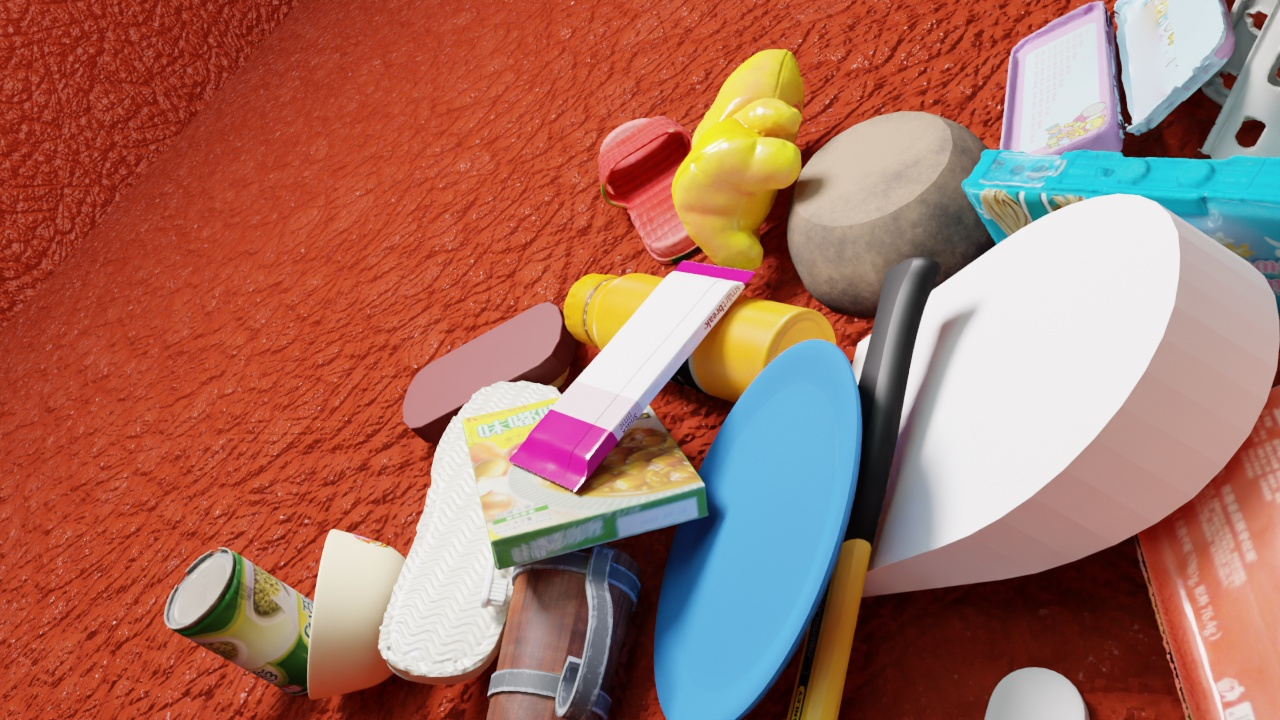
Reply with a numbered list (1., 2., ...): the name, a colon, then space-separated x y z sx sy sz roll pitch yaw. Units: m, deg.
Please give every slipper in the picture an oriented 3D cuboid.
1. slipper: 0.009 -0.184 0.890 0.103 0.059 0.248 -34 39 8
2. slipper: -0.112 0.116 0.669 0.114 0.054 0.271 -2 38 9

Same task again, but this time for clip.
1. clip: 0.374 -0.146 0.501 0.105 0.126 0.151 -32 61 -5

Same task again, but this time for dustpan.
1. dustpan: 0.189 0.025 0.479 0.258 0.053 0.191 -46 18 57

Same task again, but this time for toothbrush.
1. toothbrush: -0.088 0.096 0.646 0.017 0.012 0.186 12 39 -6

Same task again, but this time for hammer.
1. hammer: 0.106 0.094 0.466 0.127 0.029 0.323 145 145 -66

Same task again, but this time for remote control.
1. remote control: 0.166 0.202 0.405 0.043 0.013 0.136 1 53 41

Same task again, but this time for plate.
1. plate: 0.066 0.096 0.508 0.224 0.024 0.224 -159 91 -79

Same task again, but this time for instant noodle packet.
1. instant noodle packet: 0.292 0.055 0.306 0.222 0.084 0.164 -50 22 44

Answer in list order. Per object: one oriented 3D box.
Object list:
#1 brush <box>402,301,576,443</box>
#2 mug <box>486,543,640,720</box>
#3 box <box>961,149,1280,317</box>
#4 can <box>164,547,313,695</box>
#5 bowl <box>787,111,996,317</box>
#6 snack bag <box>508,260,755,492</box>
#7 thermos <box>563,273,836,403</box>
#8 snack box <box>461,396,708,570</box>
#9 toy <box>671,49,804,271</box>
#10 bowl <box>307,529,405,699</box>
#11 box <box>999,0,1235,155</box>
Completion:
1. brush: -0.131 0.016 0.817 0.174 0.042 0.082 -27 39 16
2. mug: -0.041 0.166 0.546 0.118 0.081 0.110 128 159 -53
3. box: 0.310 -0.066 0.491 0.227 0.168 0.086 21 107 54
4. can: -0.290 0.201 0.700 0.067 0.121 0.067 -23 40 21
5. bowl: 0.179 -0.114 0.665 0.162 0.070 0.162 -23 40 21
6. snack bag: -0.003 0.003 0.607 0.070 0.016 0.196 16 57 43
7. thermos: 0.038 -0.019 0.695 0.233 0.091 0.076 17 93 48
8. snack box: -0.044 0.068 0.610 0.132 0.027 0.168 -13 24 -12
9. toy: 0.079 -0.162 0.743 0.087 0.135 0.193 16 43 2
10. bowl: -0.193 0.184 0.666 0.074 0.118 0.117 5 41 -11
11. box: 0.317 -0.205 0.618 0.152 0.040 0.213 -37 19 43
